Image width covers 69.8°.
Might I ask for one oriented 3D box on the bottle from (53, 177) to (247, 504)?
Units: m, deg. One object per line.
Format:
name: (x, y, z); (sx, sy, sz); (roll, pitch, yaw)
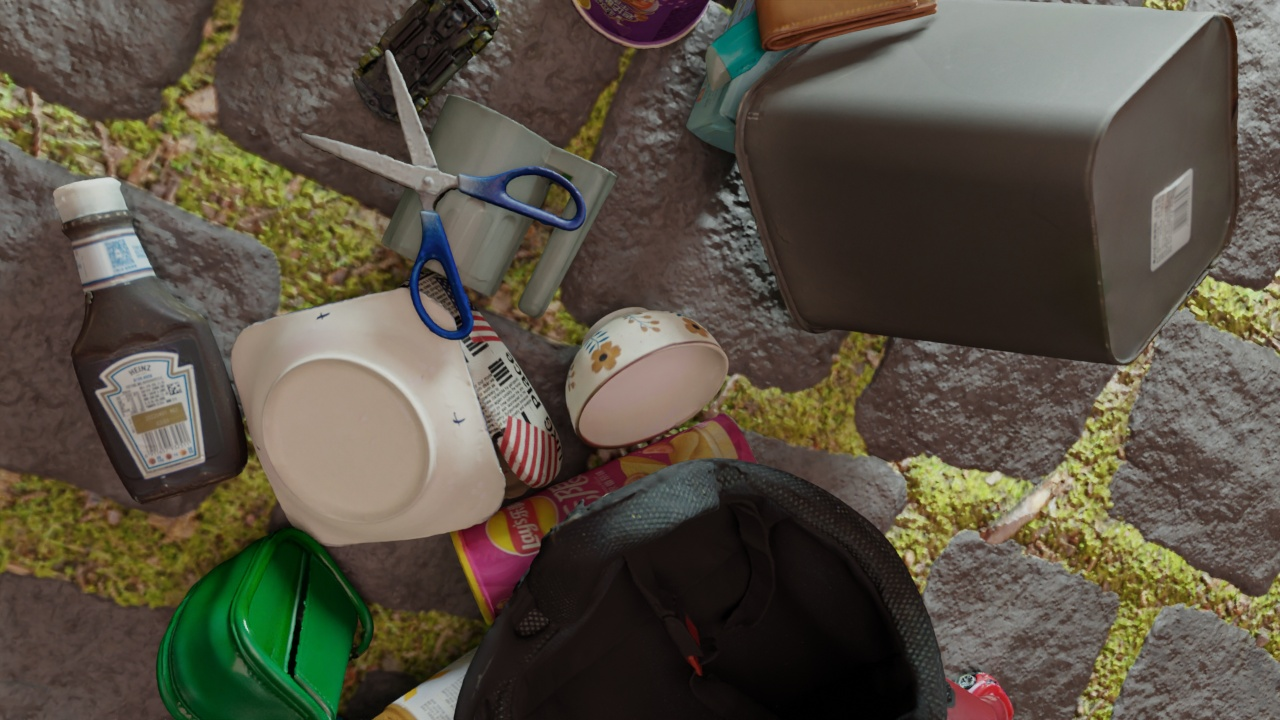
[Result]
bottle: (-0.307, -0.013, 0.565); (0.079, 0.044, 0.195); (-17, 100, -12)

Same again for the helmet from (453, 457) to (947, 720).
helmet: (0.033, 0.191, 0.527); (0.274, 0.230, 0.233); (-37, 74, -3)

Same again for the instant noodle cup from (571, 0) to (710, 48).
instant noodle cup: (0.011, -0.267, 0.588); (0.111, 0.099, 0.111); (-2, 97, -13)

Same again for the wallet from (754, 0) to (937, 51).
wallet: (0.123, -0.262, 0.557); (0.119, 0.035, 0.130); (-8, 79, 8)

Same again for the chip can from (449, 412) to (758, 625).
chip can: (-0.021, 0.107, 0.640); (0.210, 0.071, 0.071); (-22, 102, -11)

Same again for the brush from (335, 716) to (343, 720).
brush: (-0.175, 0.306, 0.639); (0.314, 0.060, 0.109); (3, 102, -18)

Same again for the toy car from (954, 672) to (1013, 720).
toy car: (0.257, 0.311, 0.756); (0.120, 0.045, 0.053); (-39, 106, -9)

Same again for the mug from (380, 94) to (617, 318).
mug: (-0.090, -0.094, 0.579); (0.124, 0.083, 0.103); (28, 92, 18)

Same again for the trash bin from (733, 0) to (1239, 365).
trash bin: (0.213, -0.111, 0.562); (0.198, 0.220, 0.199); (-41, 126, -23)

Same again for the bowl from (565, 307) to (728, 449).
bowl: (-0.004, 0.004, 0.627); (0.113, 0.114, 0.062); (-23, 61, -11)

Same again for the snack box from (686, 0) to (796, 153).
snack box: (0.094, -0.231, 0.626); (0.051, 0.074, 0.175); (22, 91, -17)

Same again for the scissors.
scissors: (-0.113, -0.094, 0.537); (0.162, 0.012, 0.176); (-3, 94, -5)

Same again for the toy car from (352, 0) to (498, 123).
toy car: (-0.138, -0.200, 0.592); (0.105, 0.032, 0.048); (-43, 106, 6)

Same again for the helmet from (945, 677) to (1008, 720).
helmet: (0.135, 0.302, 0.651); (0.144, 0.207, 0.240); (35, 82, 5)

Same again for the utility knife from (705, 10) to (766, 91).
utility knife: (0.127, -0.244, 0.586); (0.221, 0.013, 0.029); (-37, 102, -5)

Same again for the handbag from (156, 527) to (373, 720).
handbag: (-0.224, 0.179, 0.568); (0.068, 0.131, 0.120); (-32, 111, 6)

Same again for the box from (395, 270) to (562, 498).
box: (-0.103, 0.012, 0.602); (0.074, 0.081, 0.163); (-40, 100, -36)

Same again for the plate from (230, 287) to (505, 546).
plate: (-0.178, 0.046, 0.574); (0.164, 0.034, 0.164); (-11, 106, 14)

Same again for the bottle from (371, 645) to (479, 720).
bottle: (-0.140, 0.249, 0.594); (0.189, 0.068, 0.068); (-26, 104, -39)
